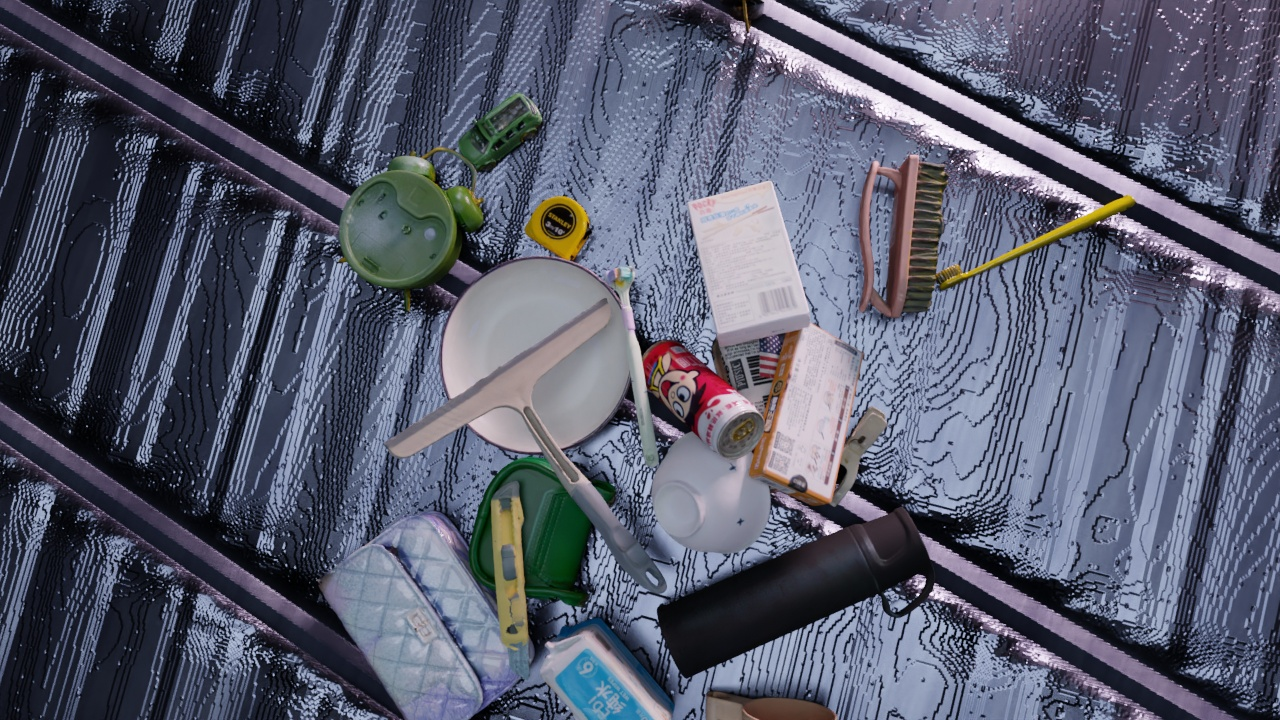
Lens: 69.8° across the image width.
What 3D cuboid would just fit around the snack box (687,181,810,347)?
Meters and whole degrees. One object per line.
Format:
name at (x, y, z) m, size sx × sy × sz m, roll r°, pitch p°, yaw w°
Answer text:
snack box at (0.098, -0.091, 0.853) m, size 0.085 × 0.027 × 0.156 m, roll -13°, pitch 59°, yaw 6°

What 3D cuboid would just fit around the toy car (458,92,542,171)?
toy car at (-0.143, -0.231, 0.924) m, size 0.091 × 0.036 × 0.043 m, roll -38°, pitch 82°, yaw 7°

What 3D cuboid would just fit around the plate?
plate at (-0.099, -0.004, 0.894) m, size 0.192 × 0.039 × 0.192 m, roll -1°, pitch 85°, yaw 8°

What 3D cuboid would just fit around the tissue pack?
tissue pack at (-0.030, 0.300, 0.832) m, size 0.063 × 0.090 × 0.140 m, roll -43°, pitch 81°, yaw 1°

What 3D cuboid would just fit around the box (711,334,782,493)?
box at (0.117, 0.039, 0.843) m, size 0.075 × 0.077 × 0.163 m, roll -14°, pitch 81°, yaw -3°

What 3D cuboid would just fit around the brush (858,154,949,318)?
brush at (0.238, -0.111, 0.848) m, size 0.073 × 0.063 × 0.145 m, roll 6°, pitch 87°, yaw 4°

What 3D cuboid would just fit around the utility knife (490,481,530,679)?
utility knife at (-0.116, 0.199, 0.829) m, size 0.031 × 0.019 × 0.178 m, roll -5°, pitch 93°, yaw 5°

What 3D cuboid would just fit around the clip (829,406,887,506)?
clip at (0.193, 0.087, 0.849) m, size 0.034 × 0.060 × 0.097 m, roll 33°, pitch 101°, yaw 10°

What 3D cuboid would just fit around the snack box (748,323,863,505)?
snack box at (0.151, 0.046, 0.824) m, size 0.075 × 0.026 × 0.153 m, roll 26°, pitch 67°, yaw -20°

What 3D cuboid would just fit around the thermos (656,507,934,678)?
thermos at (0.142, 0.218, 0.825) m, size 0.242 × 0.068 × 0.090 m, roll -24°, pitch 77°, yaw 5°

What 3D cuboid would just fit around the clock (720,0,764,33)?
clock at (0.098, -0.376, 0.881) m, size 0.055 × 0.082 × 0.122 m, roll -9°, pitch 83°, yaw 11°

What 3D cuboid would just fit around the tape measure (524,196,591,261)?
tape measure at (-0.079, -0.132, 0.909) m, size 0.060 × 0.029 × 0.057 m, roll 33°, pitch 91°, yaw 9°

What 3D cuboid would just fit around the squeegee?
squeegee at (-0.056, 0.107, 0.820) m, size 0.245 × 0.039 × 0.246 m, roll -36°, pitch 90°, yaw -27°

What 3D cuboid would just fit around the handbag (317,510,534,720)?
handbag at (-0.202, 0.247, 0.867) m, size 0.134 × 0.075 × 0.194 m, roll -38°, pitch 80°, yaw 3°

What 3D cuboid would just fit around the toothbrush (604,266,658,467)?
toothbrush at (-0.005, 0.005, 0.847) m, size 0.029 × 0.020 × 0.189 m, roll -11°, pitch 80°, yaw 7°

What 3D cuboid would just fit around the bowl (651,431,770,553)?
bowl at (0.050, 0.125, 0.824) m, size 0.118 × 0.064 × 0.118 m, roll 7°, pitch 102°, yaw 35°

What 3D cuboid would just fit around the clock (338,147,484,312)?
clock at (-0.225, -0.140, 0.915) m, size 0.116 × 0.056 × 0.161 m, roll 35°, pitch 90°, yaw 9°

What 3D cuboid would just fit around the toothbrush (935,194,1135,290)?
toothbrush at (0.366, -0.111, 0.854) m, size 0.190 × 0.015 × 0.016 m, roll -24°, pitch 76°, yaw 5°

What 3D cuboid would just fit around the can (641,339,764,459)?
can at (0.053, 0.034, 0.828) m, size 0.053 × 0.053 × 0.133 m, roll -48°, pitch 43°, yaw 1°

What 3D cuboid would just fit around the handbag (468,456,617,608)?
handbag at (-0.092, 0.160, 0.864) m, size 0.120 × 0.068 × 0.131 m, roll 15°, pitch 87°, yaw 8°

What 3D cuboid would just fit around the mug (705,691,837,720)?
mug at (0.112, 0.361, 0.819) m, size 0.125 × 0.084 × 0.103 m, roll 1°, pitch 86°, yaw 32°
